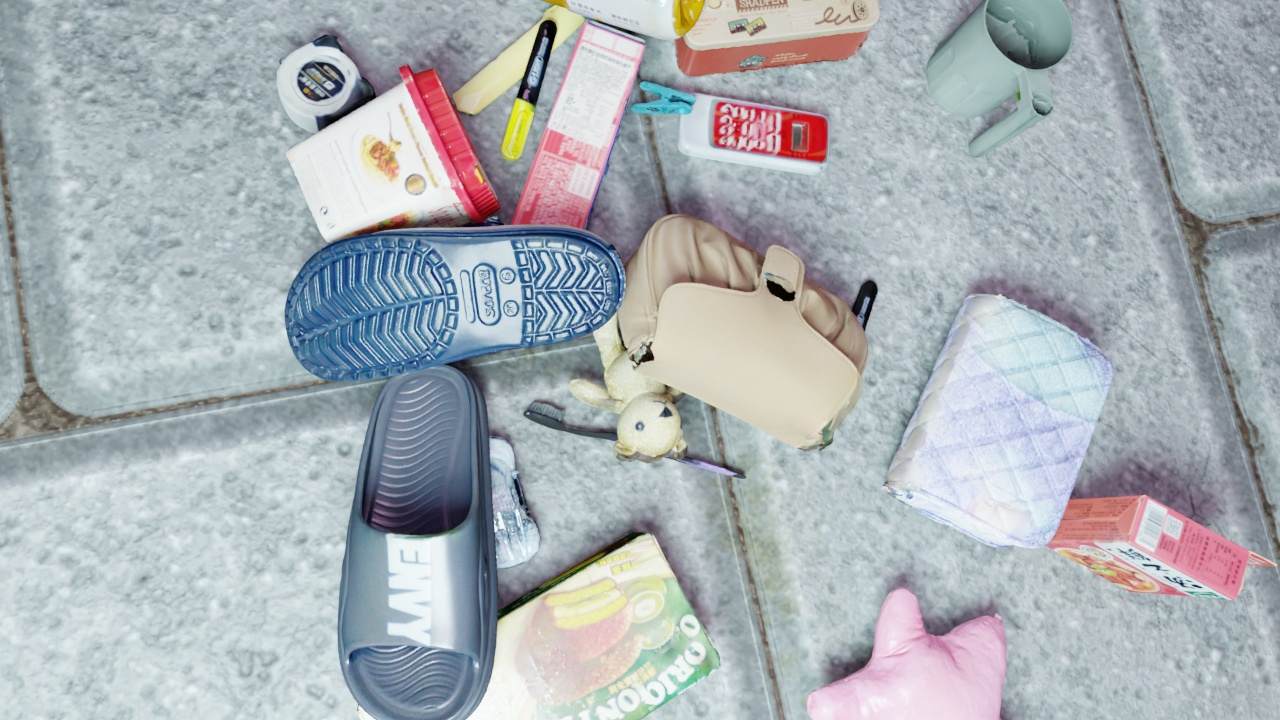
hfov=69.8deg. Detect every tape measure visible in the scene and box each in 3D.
[{"bbox_3d":[-0.252,-0.215,0.726,0.066,0.034,0.066,-34,87,-17],"label":"tape measure"}]

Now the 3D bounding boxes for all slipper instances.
[{"bbox_3d":[-0.136,-0.055,0.678,0.253,0.095,0.105,-8,106,6],"label":"slipper"},{"bbox_3d":[-0.158,0.113,0.631,0.111,0.083,0.267,-4,64,1],"label":"slipper"}]

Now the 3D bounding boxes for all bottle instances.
[{"bbox_3d":[-0.040,-0.314,0.743,0.190,0.068,0.068,24,75,20],"label":"bottle"}]

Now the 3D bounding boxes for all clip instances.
[{"bbox_3d":[0.021,-0.222,0.781,0.055,0.013,0.038,14,76,20],"label":"clip"}]

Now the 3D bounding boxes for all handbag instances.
[{"bbox_3d":[0.082,-0.025,0.701,0.204,0.100,0.147,25,46,-15],"label":"handbag"},{"bbox_3d":[0.298,0.054,0.769,0.134,0.076,0.193,29,75,-1],"label":"handbag"}]

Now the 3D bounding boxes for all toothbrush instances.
[{"bbox_3d":[-0.002,0.066,0.738,0.189,0.014,0.016,17,65,-8],"label":"toothbrush"}]

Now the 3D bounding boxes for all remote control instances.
[{"bbox_3d":[0.099,-0.197,0.799,0.136,0.020,0.055,7,80,-10],"label":"remote control"}]

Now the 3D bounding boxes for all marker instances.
[{"bbox_3d":[0.180,-0.014,0.787,0.018,0.015,0.123,25,75,-11],"label":"marker"},{"bbox_3d":[-0.092,-0.225,0.762,0.018,0.015,0.124,18,84,-18],"label":"marker"}]

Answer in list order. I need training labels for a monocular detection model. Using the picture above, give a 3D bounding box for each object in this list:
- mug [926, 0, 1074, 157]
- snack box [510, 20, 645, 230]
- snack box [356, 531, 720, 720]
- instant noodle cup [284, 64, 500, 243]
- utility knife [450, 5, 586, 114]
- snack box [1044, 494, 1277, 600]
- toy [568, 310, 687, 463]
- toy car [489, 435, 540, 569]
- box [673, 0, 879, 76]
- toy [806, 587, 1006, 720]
[{"bbox_3d":[0.315,-0.252,0.809,0.083,0.103,0.124,-2,82,-12],"label":"mug"},{"bbox_3d":[-0.053,-0.168,0.746,0.058,0.057,0.207,19,78,-5],"label":"snack box"},{"bbox_3d":[-0.072,0.232,0.670,0.239,0.063,0.114,-29,87,-15],"label":"snack box"},{"bbox_3d":[-0.185,-0.140,0.692,0.124,0.116,0.116,-25,86,-2],"label":"instant noodle cup"},{"bbox_3d":[-0.099,-0.260,0.773,0.031,0.018,0.151,46,73,1],"label":"utility knife"},{"bbox_3d":[0.418,0.158,0.753,0.127,0.113,0.044,27,75,-6],"label":"snack box"},{"bbox_3d":[-0.004,0.004,0.722,0.105,0.066,0.157,-3,69,-27],"label":"toy"},{"bbox_3d":[-0.110,0.106,0.700,0.049,0.031,0.105,-18,83,-14],"label":"toy car"},{"bbox_3d":[0.111,-0.304,0.798,0.168,0.079,0.091,-8,83,-6],"label":"box"},{"bbox_3d":[0.240,0.273,0.720,0.178,0.075,0.194,-42,94,-17],"label":"toy"}]
